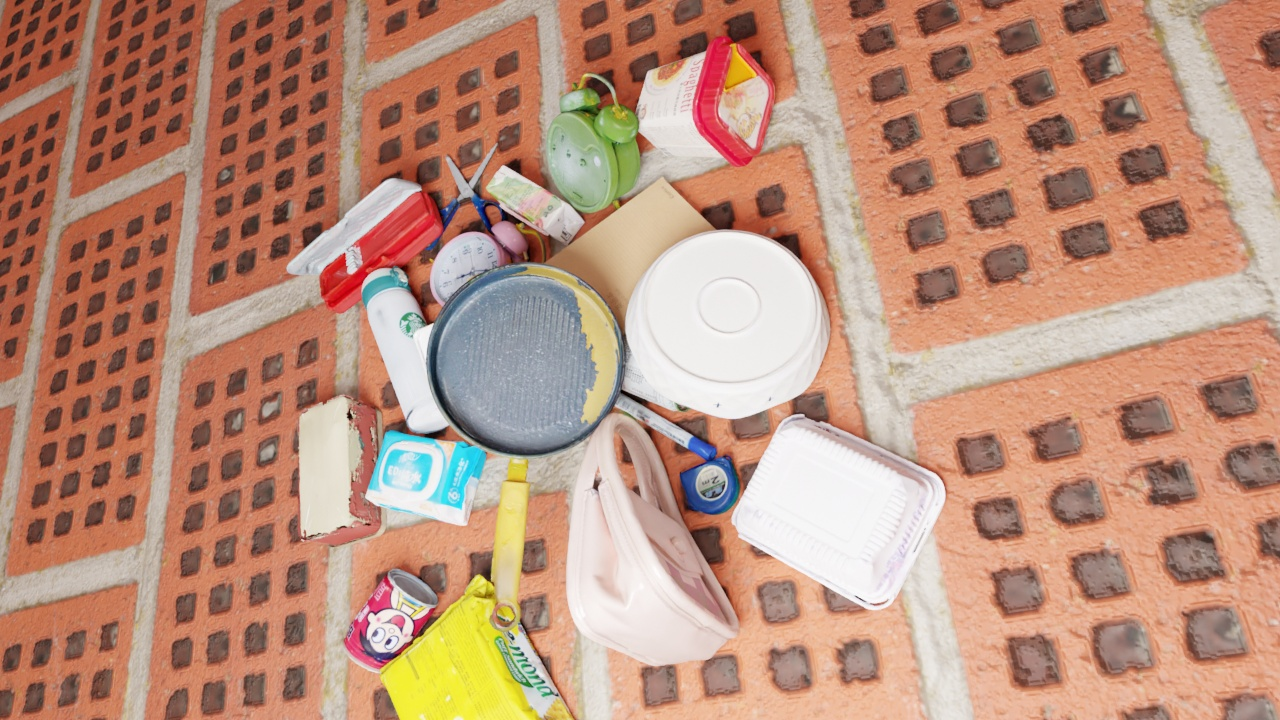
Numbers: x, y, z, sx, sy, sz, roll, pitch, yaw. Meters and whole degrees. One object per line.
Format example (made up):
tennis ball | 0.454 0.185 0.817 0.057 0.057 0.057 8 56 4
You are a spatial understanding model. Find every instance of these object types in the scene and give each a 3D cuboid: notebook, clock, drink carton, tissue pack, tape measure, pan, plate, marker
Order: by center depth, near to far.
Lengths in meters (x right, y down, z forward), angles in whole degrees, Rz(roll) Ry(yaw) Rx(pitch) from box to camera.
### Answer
pan | -0.118 0.077 0.899 0.197 0.078 0.357 4 82 -4
tape measure | 0.071 0.127 0.914 0.058 0.025 0.054 -26 64 20
plate | 0.087 -0.045 0.917 0.205 0.046 0.204 -1 67 3
marker | 0.019 0.066 0.968 0.146 0.017 0.017 29 86 32
notebook | -0.019 -0.101 1.011 0.211 0.012 0.149 -36 54 -4
tissue pack | -0.245 0.132 1.049 0.140 0.063 0.090 6 74 29
clock | -0.052 -0.248 1.052 0.056 0.161 0.116 -28 49 -34
clock | -0.181 -0.106 1.109 0.159 0.060 0.117 -19 64 17
drink carton | -0.130 -0.187 1.117 0.122 0.053 0.045 35 89 33

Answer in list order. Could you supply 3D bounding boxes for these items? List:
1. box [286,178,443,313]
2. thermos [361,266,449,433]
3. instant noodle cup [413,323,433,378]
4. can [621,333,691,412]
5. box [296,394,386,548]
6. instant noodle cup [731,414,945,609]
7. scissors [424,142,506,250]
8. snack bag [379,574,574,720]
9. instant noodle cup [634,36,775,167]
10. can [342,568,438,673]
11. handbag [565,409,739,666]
box | -0.365 -0.159 1.191 0.202 0.098 0.095 -35 54 16
thermos | -0.285 -0.020 1.124 0.073 0.073 0.224 -35 59 11
instant noodle cup | -0.179 -0.008 1.018 0.116 0.123 0.116 -21 85 18
can | -0.006 0.006 0.979 0.147 0.058 0.058 21 82 31
box | -0.364 0.131 1.102 0.091 0.077 0.168 -20 64 20
instant noodle cup | 0.173 0.130 0.843 0.173 0.060 0.138 26 84 30
scissors | -0.231 -0.210 1.201 0.162 0.012 0.174 -41 58 8
snack bag | -0.161 0.362 0.919 0.158 0.068 0.246 -42 60 7
instant noodle cup | 0.067 -0.283 1.026 0.124 0.116 0.116 4 73 40
can | -0.274 0.286 1.004 0.066 0.066 0.094 35 89 32
handbag | 0.002 0.153 0.854 0.093 0.193 0.233 -24 52 15
